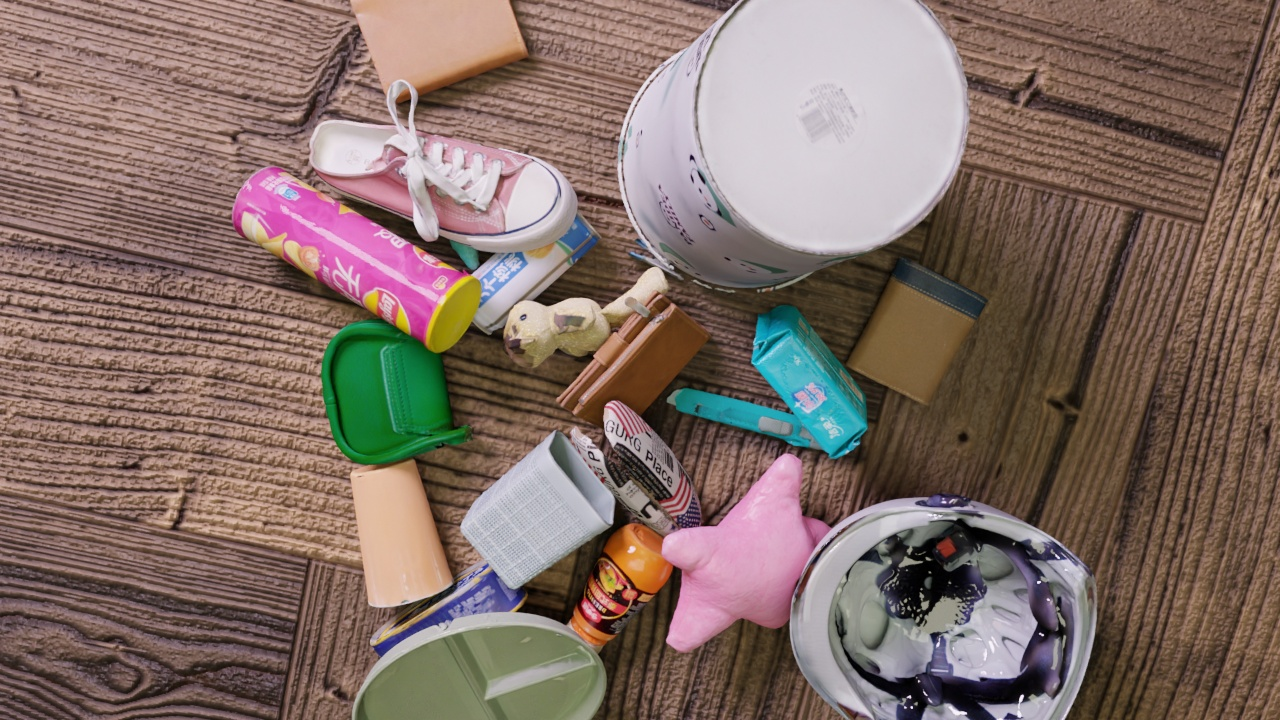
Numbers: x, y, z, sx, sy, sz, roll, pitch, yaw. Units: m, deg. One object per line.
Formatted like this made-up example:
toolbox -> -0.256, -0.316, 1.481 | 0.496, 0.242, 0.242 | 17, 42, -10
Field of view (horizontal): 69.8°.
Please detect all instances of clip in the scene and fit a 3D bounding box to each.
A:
clip -> 0.018, -0.092, 0.836 | 0.058, 0.026, 0.038 | 28, 89, -5

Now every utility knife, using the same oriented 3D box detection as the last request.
utility knife -> 0.101, 0.054, 0.865 | 0.157, 0.013, 0.029 | 15, 96, -4

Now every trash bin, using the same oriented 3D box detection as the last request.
trash bin -> 0.109, -0.166, 0.701 | 0.229, 0.252, 0.229 | 0, 94, -7

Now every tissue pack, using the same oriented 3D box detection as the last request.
tissue pack -> 0.149, 0.014, 0.819 | 0.050, 0.093, 0.133 | -37, 97, 20

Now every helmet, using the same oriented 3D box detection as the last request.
helmet -> 0.259, 0.221, 0.828 | 0.259, 0.145, 0.229 | 8, 97, 4

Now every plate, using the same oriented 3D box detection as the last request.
plate -> -0.145, 0.307, 0.841 | 0.230, 0.027, 0.231 | -8, 127, -10

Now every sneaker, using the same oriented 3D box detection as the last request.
sneaker -> -0.173, -0.156, 0.768 | 0.241, 0.088, 0.118 | 17, 83, 7

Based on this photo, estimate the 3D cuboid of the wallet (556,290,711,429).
wallet -> -0.005, 0.005, 0.811 | 0.131, 0.119, 0.035 | -47, 56, 6

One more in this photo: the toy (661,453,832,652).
toy -> 0.099, 0.196, 0.847 | 0.194, 0.075, 0.178 | -35, 120, -15

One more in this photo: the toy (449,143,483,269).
toy -> -0.140, -0.143, 0.824 | 0.092, 0.030, 0.096 | -31, 91, -2

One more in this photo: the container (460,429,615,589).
container -> -0.094, 0.138, 0.836 | 0.111, 0.090, 0.090 | -38, 97, 6

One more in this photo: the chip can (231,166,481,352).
chip can -> -0.242, -0.087, 0.780 | 0.210, 0.071, 0.071 | 30, 97, 10

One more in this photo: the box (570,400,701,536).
box -> 0.011, 0.098, 0.818 | 0.082, 0.075, 0.163 | -41, 125, -6

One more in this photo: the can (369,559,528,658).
can -> -0.179, 0.241, 0.856 | 0.148, 0.074, 0.049 | -33, 95, 5

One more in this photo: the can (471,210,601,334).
can -> -0.101, -0.085, 0.819 | 0.134, 0.053, 0.053 | -41, 97, 5

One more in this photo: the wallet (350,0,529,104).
wallet -> -0.176, -0.295, 0.798 | 0.132, 0.031, 0.108 | -20, 101, 1

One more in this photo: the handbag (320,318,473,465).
handbag -> -0.218, 0.025, 0.826 | 0.120, 0.068, 0.131 | -9, 99, 0

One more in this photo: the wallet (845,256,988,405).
wallet -> 0.254, -0.027, 0.848 | 0.090, 0.033, 0.115 | 25, 98, -2

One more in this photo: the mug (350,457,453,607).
mug -> -0.224, 0.155, 0.845 | 0.078, 0.078, 0.123 | -12, 93, 0

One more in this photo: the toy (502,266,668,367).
toy -> -0.048, -0.040, 0.810 | 0.157, 0.105, 0.066 | -22, 86, -15

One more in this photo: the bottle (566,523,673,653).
bottle -> -0.029, 0.226, 0.867 | 0.067, 0.066, 0.150 | 32, 103, -6
